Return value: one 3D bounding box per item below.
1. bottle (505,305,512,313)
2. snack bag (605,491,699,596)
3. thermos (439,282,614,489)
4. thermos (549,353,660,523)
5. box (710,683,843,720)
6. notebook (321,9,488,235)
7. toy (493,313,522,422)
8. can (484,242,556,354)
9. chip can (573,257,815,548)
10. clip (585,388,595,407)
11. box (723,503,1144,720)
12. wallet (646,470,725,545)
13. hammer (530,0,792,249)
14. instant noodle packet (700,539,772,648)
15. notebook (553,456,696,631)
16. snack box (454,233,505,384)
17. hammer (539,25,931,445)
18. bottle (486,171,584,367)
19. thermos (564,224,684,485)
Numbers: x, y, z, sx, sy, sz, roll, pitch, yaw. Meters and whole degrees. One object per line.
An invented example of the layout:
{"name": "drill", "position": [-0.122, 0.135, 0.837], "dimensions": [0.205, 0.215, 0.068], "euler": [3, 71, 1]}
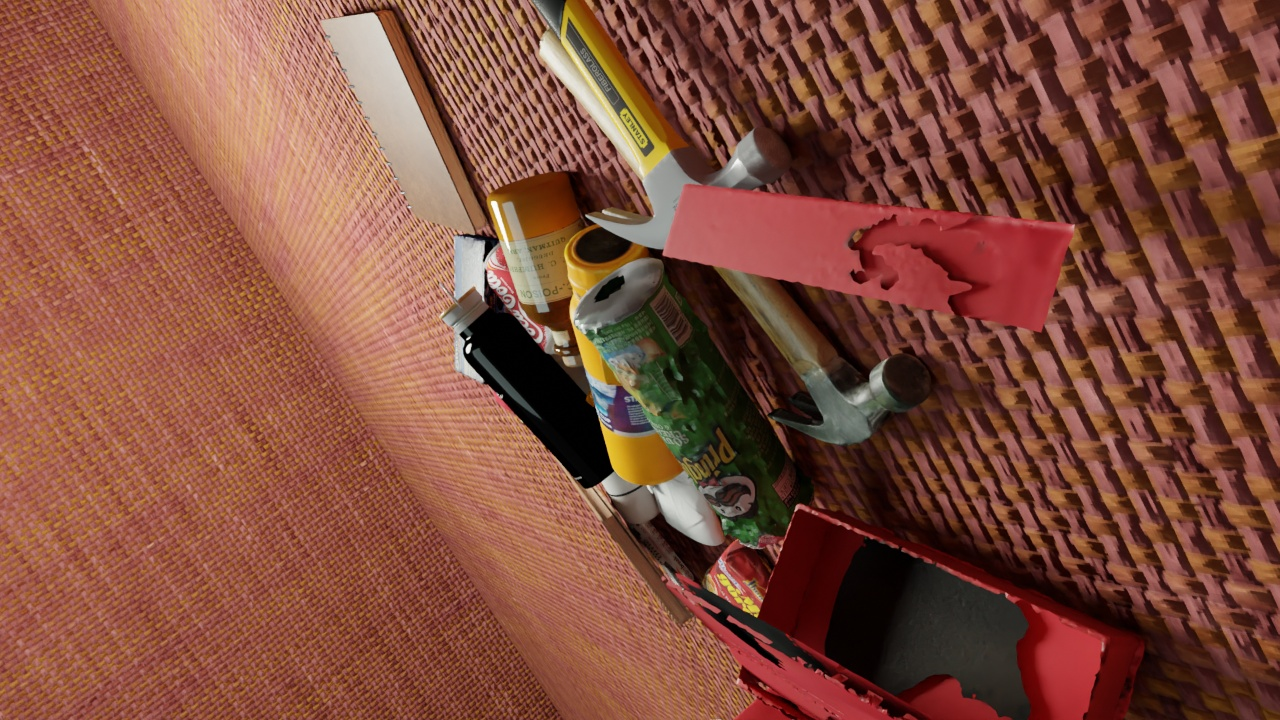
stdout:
{"name": "bottle", "position": [-0.133, -0.007, 0.997], "dimensions": [0.109, 0.063, 0.063], "euler": [69, 158, 2]}
{"name": "snack bag", "position": [0.011, 0.208, 1.070], "dimensions": [0.158, 0.013, 0.057], "euler": [50, 159, 12]}
{"name": "thermos", "position": [-0.106, 0.016, 0.849], "dimensions": [0.231, 0.061, 0.061], "euler": [49, 159, -10]}
{"name": "thermos", "position": [-0.041, 0.066, 0.924], "dimensions": [0.052, 0.052, 0.224], "euler": [9, 130, 60]}
{"name": "box", "position": [0.131, 0.386, 0.914], "dimensions": [0.138, 0.143, 0.083], "euler": [12, 130, 62]}
{"name": "notebook", "position": [-0.242, -0.242, 0.935], "dimensions": [0.167, 0.024, 0.226], "euler": [22, 141, 51]}
{"name": "toy", "position": [-0.111, 0.012, 0.938], "dimensions": [0.135, 0.091, 0.045], "euler": [54, 169, -22]}
{"name": "can", "position": [-0.090, -0.061, 0.829], "dimensions": [0.105, 0.064, 0.064], "euler": [50, 157, 13]}
{"name": "chip can", "position": [0.041, 0.033, 0.641], "dimensions": [0.223, 0.075, 0.075], "euler": [54, 160, -25]}
{"name": "clip", "position": [-0.022, 0.023, 0.848], "dimensions": [0.044, 0.053, 0.049], "euler": [0, 150, 42]}
{"name": "box", "position": [0.060, 0.323, 0.496], "dimensions": [0.215, 0.510, 0.141], "euler": [20, 164, 46]}
{"name": "wallet", "position": [0.036, 0.125, 0.882], "dimensions": [0.086, 0.032, 0.116], "euler": [24, 142, 48]}
{"name": "hammer", "position": [-0.044, -0.208, 0.545], "dimensions": [0.127, 0.029, 0.323], "euler": [-38, 81, 42]}
{"name": "instant noodle packet", "position": [0.104, 0.228, 0.881], "dimensions": [0.098, 0.039, 0.136], "euler": [56, 160, 18]}
{"name": "notebook", "position": [-0.021, 0.195, 1.026], "dimensions": [0.169, 0.022, 0.210], "euler": [56, 172, -21]}
{"name": "snack box", "position": [-0.170, -0.055, 0.965], "dimensions": [0.082, 0.027, 0.150], "euler": [22, 112, 56]}
{"name": "hammer", "position": [0.041, -0.084, 0.584], "dimensions": [0.330, 0.033, 0.132], "euler": [52, 159, 9]}
{"name": "bottle", "position": [-0.069, -0.069, 0.747], "dimensions": [0.068, 0.067, 0.157], "euler": [18, 130, 56]}
{"name": "thermos", "position": [-0.004, 0.004, 0.730], "dimensions": [0.091, 0.076, 0.233], "euler": [-125, 17, -45]}
